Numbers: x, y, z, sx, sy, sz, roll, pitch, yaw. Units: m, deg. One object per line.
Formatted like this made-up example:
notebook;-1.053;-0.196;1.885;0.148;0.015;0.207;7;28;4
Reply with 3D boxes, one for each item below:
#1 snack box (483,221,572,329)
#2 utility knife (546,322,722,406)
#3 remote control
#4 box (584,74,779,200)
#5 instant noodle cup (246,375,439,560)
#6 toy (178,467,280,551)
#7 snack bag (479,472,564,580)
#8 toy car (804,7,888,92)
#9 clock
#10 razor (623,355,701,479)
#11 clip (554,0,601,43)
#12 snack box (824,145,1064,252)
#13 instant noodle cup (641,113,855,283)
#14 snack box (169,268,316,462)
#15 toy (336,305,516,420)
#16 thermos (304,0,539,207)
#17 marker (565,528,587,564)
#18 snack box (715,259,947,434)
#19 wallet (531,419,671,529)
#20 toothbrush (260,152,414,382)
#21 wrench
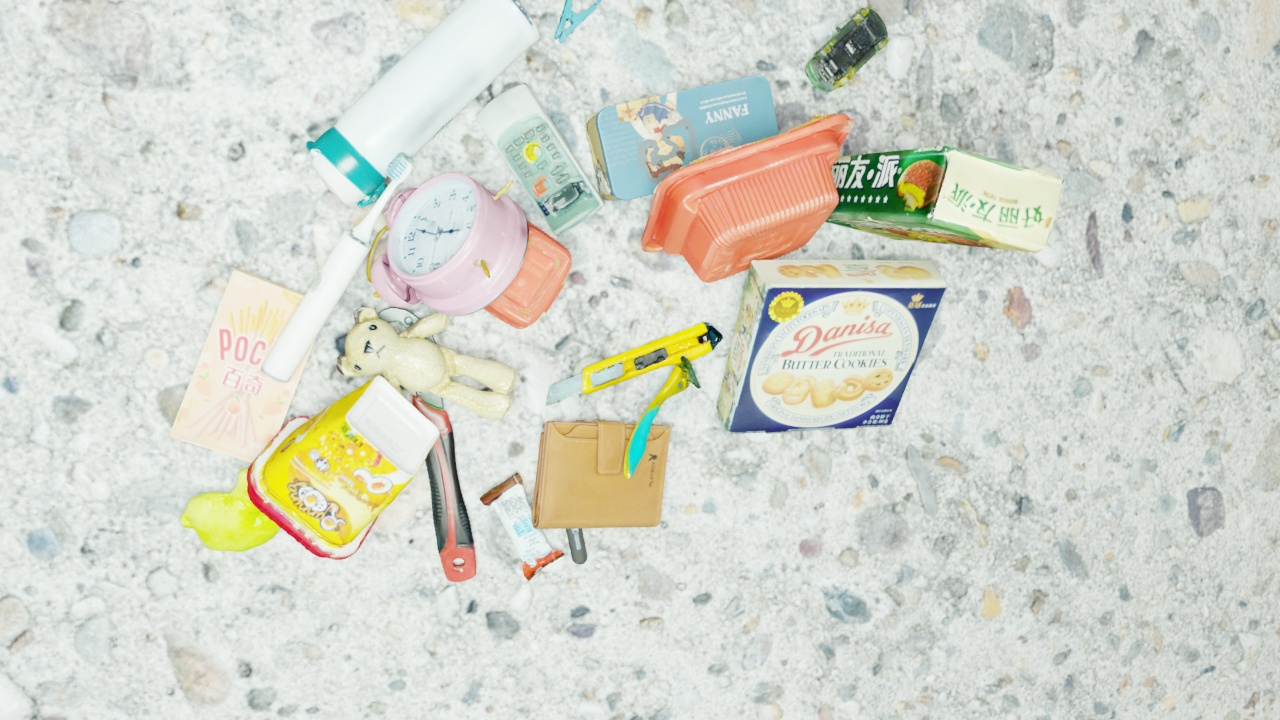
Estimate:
snack box;-0.106;-0.077;0.827;0.082;0.080;0.091;33;89;-17
utility knife;-0.005;0.005;0.899;0.190;0.015;0.033;-21;103;-10
remote control;-0.091;-0.183;0.838;0.056;0.019;0.135;-30;106;11
box;0.045;-0.207;0.855;0.184;0.063;0.090;-17;103;-9
instant noodle cup;-0.247;0.086;0.782;0.124;0.115;0.116;-36;108;25
toy;-0.351;0.136;0.816;0.096;0.031;0.100;26;107;-24
snack bag;-0.114;0.162;0.890;0.048;0.026;0.104;-32;104;-14
toy car;0.200;-0.301;0.892;0.091;0.036;0.043;-43;105;-3
clock;-0.174;-0.100;0.786;0.059;0.159;0.117;34;57;-51
razor;0.015;0.057;0.881;0.132;0.028;0.043;-58;150;-24
clip;-0.062;-0.315;0.836;0.034;0.013;0.055;27;92;-16
snack box;0.249;-0.144;0.823;0.114;0.240;0.063;11;97;-17
instant noodle cup;0.101;-0.137;0.824;0.188;0.165;0.079;-22;79;-10
snack box;-0.343;0.007;0.808;0.084;0.026;0.157;21;93;-17
toy;-0.186;0.007;0.810;0.157;0.066;0.105;20;89;-7
thermos;-0.189;-0.226;0.792;0.224;0.073;0.073;-45;106;-4
marker;-0.071;0.143;0.904;0.018;0.015;0.124;-13;101;-11
snack box;0.179;-0.011;0.887;0.177;0.045;0.183;-2;129;-13
wallet;-0.037;0.111;0.891;0.131;0.031;0.108;5;96;-26
toothbrush;-0.255;-0.079;0.781;0.221;0.027;0.026;-57;147;3
wrench;-0.195;0.081;0.862;0.056;0.016;0.273;-14;101;-8
